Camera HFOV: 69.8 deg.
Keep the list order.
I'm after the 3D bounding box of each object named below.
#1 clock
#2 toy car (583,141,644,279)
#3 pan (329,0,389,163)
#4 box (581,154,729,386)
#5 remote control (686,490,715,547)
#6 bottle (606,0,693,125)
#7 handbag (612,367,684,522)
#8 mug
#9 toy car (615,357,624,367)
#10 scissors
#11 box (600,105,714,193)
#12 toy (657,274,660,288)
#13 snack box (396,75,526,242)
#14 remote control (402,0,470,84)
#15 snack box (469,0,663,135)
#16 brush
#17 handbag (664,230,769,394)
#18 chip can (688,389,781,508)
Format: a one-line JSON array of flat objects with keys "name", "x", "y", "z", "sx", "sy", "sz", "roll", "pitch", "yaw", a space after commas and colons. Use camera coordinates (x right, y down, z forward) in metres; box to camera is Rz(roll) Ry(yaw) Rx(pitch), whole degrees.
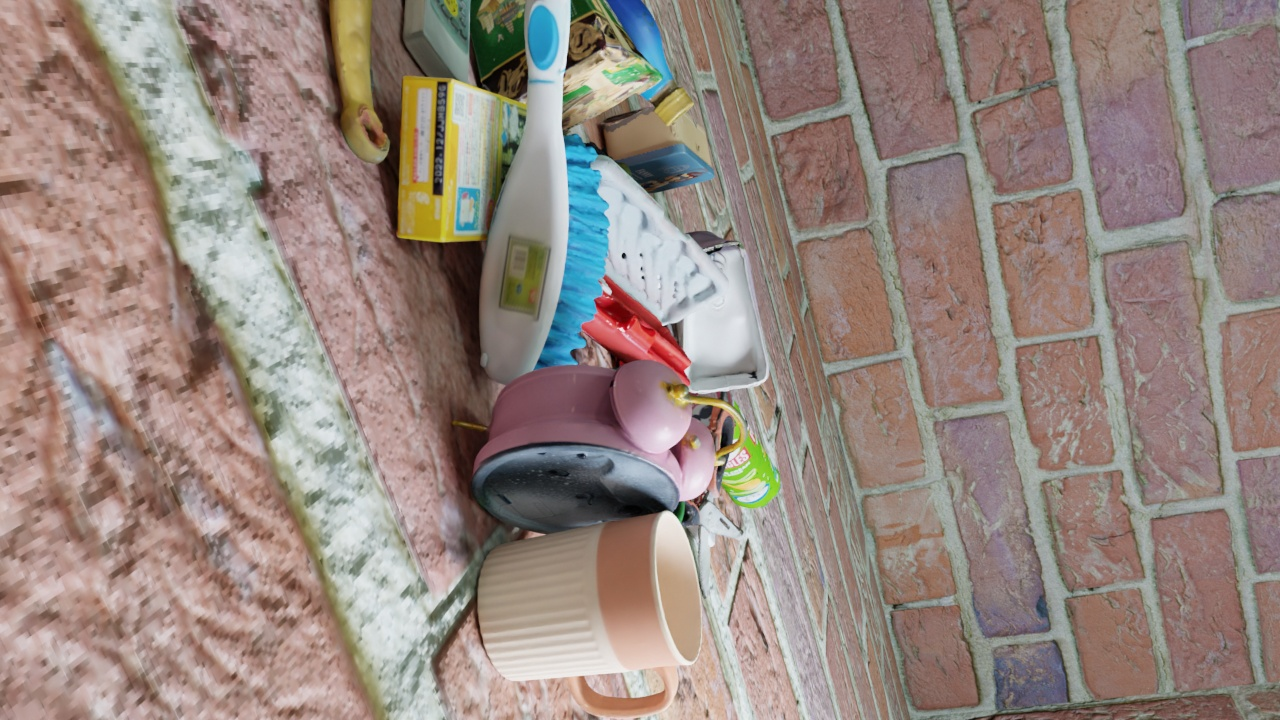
[{"name": "clock", "x": -0.018, "y": 0.049, "z": 0.523, "sx": 0.117, "sy": 0.159, "sz": 0.059, "roll": 58, "pitch": 27, "yaw": -51}, {"name": "toy car", "x": -0.033, "y": -0.108, "z": 0.783, "sx": 0.070, "sy": 0.042, "sz": 0.158, "roll": -17, "pitch": 95, "yaw": -50}, {"name": "pan", "x": -0.160, "y": -0.281, "z": 0.497, "sx": 0.197, "sy": 0.078, "sz": 0.357, "roll": 12, "pitch": 60, "yaw": -69}, {"name": "box", "x": -0.002, "y": -0.064, "z": 0.697, "sx": 0.201, "sy": 0.102, "sz": 0.095, "roll": 37, "pitch": 18, "yaw": -49}, {"name": "remote control", "x": 0.050, "y": 0.139, "z": 0.936, "sx": 0.136, "sy": 0.020, "sz": 0.055, "roll": 60, "pitch": 23, "yaw": -46}, {"name": "bottle", "x": -0.035, "y": -0.287, "z": 0.750, "sx": 0.218, "sy": 0.065, "sz": 0.065, "roll": 51, "pitch": 20, "yaw": -4}, {"name": "handbag", "x": -0.024, "y": 0.069, "z": 0.671, "sx": 0.120, "sy": 0.068, "sz": 0.131, "roll": 3, "pitch": 76, "yaw": -66}, {"name": "mug", "x": -0.023, "y": 0.149, "z": 0.521, "sx": 0.081, "sy": 0.106, "sz": 0.114, "roll": -49, "pitch": 124, "yaw": -70}, {"name": "toy car", "x": -0.005, "y": 0.005, "z": 0.828, "sx": 0.049, "sy": 0.031, "sz": 0.106, "roll": 20, "pitch": 62, "yaw": -72}, {"name": "scissors", "x": 0.060, "y": 0.141, "z": 0.901, "sx": 0.188, "sy": 0.015, "sz": 0.223, "roll": -16, "pitch": 112, "yaw": -55}, {"name": "box", "x": 0.020, "y": -0.228, "z": 0.994, "sx": 0.184, "sy": 0.090, "sz": 0.061, "roll": -14, "pitch": 92, "yaw": -72}, {"name": "toy", "x": -0.004, "y": -0.117, "z": 0.896, "sx": 0.159, "sy": 0.054, "sz": 0.121, "roll": -80, "pitch": 155, "yaw": -70}, {"name": "snack box", "x": -0.099, "y": -0.117, "z": 0.553, "sx": 0.140, "sy": 0.034, "sz": 0.087, "roll": -28, "pitch": 124, "yaw": -72}, {"name": "remote control", "x": -0.132, "y": -0.241, "z": 0.605, "sx": 0.056, "sy": 0.019, "sz": 0.135, "roll": 51, "pitch": 31, "yaw": -58}, {"name": "snack box", "x": -0.065, "y": -0.240, "z": 0.688, "sx": 0.105, "sy": 0.118, "sz": 0.117, "roll": 67, "pitch": 16, "yaw": 1}, {"name": "brush", "x": -0.051, "y": -0.131, "z": 0.534, "sx": 0.109, "sy": 0.060, "sz": 0.315, "roll": -25, "pitch": 127, "yaw": -70}, {"name": "handbag", "x": 0.069, "y": -0.057, "z": 0.955, "sx": 0.197, "sy": 0.098, "sz": 0.145, "roll": -96, "pitch": 180, "yaw": -78}, {"name": "chip can", "x": 0.101, "y": 0.100, "z": 1.049, "sx": 0.236, "sy": 0.072, "sz": 0.072, "roll": 54, "pitch": 28, "yaw": -55}]
